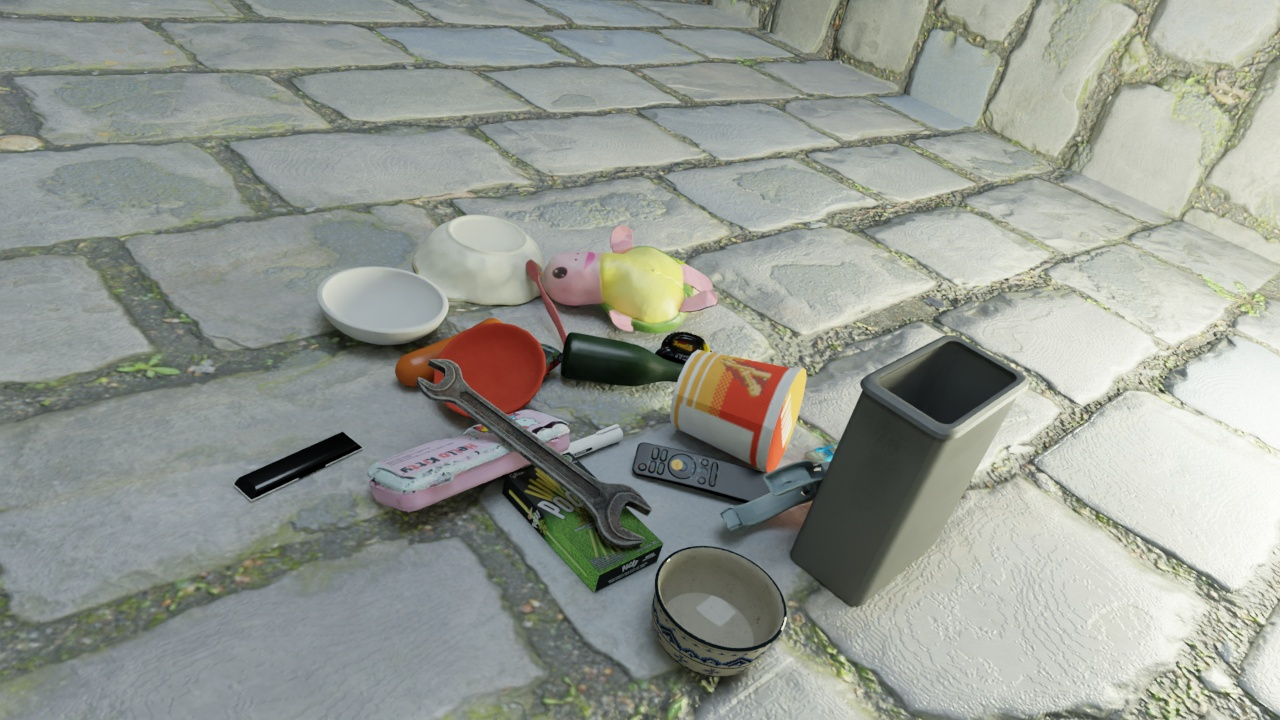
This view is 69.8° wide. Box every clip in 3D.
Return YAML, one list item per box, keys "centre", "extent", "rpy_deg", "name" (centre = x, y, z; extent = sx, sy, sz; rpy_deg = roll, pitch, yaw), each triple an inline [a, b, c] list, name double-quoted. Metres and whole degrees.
- centre: [0.141, 0.147, 0.955]
  extent: [0.171, 0.143, 0.029]
  rpy_deg: [1, 55, -50]
  name: "clip"

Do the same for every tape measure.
- centre: [0.055, -0.006, 1.173]
  extent: [0.067, 0.038, 0.062]
  rpy_deg: [20, 40, 13]
  name: "tape measure"

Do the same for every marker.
- centre: [-0.072, 0.094, 0.975]
  extent: [0.133, 0.020, 0.017]
  rpy_deg: [-17, 31, -41]
  name: "marker"

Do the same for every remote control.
- centre: [-0.322, 0.097, 0.870]
  extent: [0.028, 0.012, 0.124]
  rpy_deg: [32, 35, 24]
  name: "remote control"
- centre: [0.067, 0.124, 0.986]
  extent: [0.152, 0.020, 0.041]
  rpy_deg: [15, 56, 0]
  name: "remote control"

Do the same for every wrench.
- centre: [-0.103, 0.084, 0.877]
  extent: [0.273, 0.010, 0.069]
  rpy_deg: [36, 39, 8]
  name: "wrench"

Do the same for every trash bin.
- centre: [0.263, 0.106, 0.909]
  extent: [0.097, 0.220, 0.191]
  rpy_deg: [37, 37, 30]
  name: "trash bin"

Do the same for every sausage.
- centre: [-0.213, -0.010, 1.058]
  extent: [0.044, 0.039, 0.163]
  rpy_deg: [5, 22, 35]
  name: "sausage"

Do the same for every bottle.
- centre: [-0.007, 0.007, 1.109]
  extent: [0.174, 0.055, 0.055]
  rpy_deg: [10, 32, -12]
  name: "bottle"

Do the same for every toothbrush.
- centre: [-0.112, -0.061, 1.175]
  extent: [0.015, 0.015, 0.184]
  rpy_deg: [26, 31, -50]
  name: "toothbrush"

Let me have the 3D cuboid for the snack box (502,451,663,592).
- centre: [-0.058, 0.152, 0.886]
  extent: [0.080, 0.025, 0.147]
  rpy_deg: [-16, 44, -40]
  name: "snack box"

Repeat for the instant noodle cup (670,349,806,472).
- centre: [0.108, 0.050, 1.036]
  extent: [0.121, 0.124, 0.123]
  rpy_deg: [18, 31, 19]
  name: "instant noodle cup"

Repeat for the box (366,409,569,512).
- centre: [-0.161, 0.092, 0.892]
  extent: [0.201, 0.044, 0.086]
  rpy_deg: [-18, 17, -42]
  name: "box"

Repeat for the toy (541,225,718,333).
- centre: [-0.014, -0.100, 1.240]
  extent: [0.238, 0.088, 0.189]
  rpy_deg: [4, 56, -10]
  name: "toy"

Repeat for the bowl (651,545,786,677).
- centre: [0.062, 0.223, 0.794]
  extent: [0.115, 0.059, 0.115]
  rpy_deg: [11, 32, -7]
  name: "bowl"

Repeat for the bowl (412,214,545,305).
- centre: [-0.212, -0.149, 1.256]
  extent: [0.188, 0.060, 0.218]
  rpy_deg: [29, 33, 20]
  name: "bowl"

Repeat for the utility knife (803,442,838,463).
- centre: [0.259, 0.103, 1.111]
  extent: [0.158, 0.015, 0.031]
  rpy_deg: [-12, 45, -39]
  name: "utility knife"

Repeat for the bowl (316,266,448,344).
- centre: [-0.306, -0.057, 1.088]
  extent: [0.149, 0.043, 0.149]
  rpy_deg: [11, 32, -7]
  name: "bowl"

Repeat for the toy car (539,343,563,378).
- centre: [-0.128, 0.008, 1.066]
  extent: [0.042, 0.036, 0.091]
  rpy_deg: [23, 39, 21]
  name: "toy car"

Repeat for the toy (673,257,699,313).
- centre: [0.052, -0.108, 1.321]
  extent: [0.091, 0.046, 0.115]
  rpy_deg: [-19, 52, -41]
  name: "toy"

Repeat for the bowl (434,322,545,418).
- centre: [-0.162, 0.018, 1.006]
  extent: [0.122, 0.035, 0.121]
  rpy_deg: [-2, 58, 3]
  name: "bowl"
